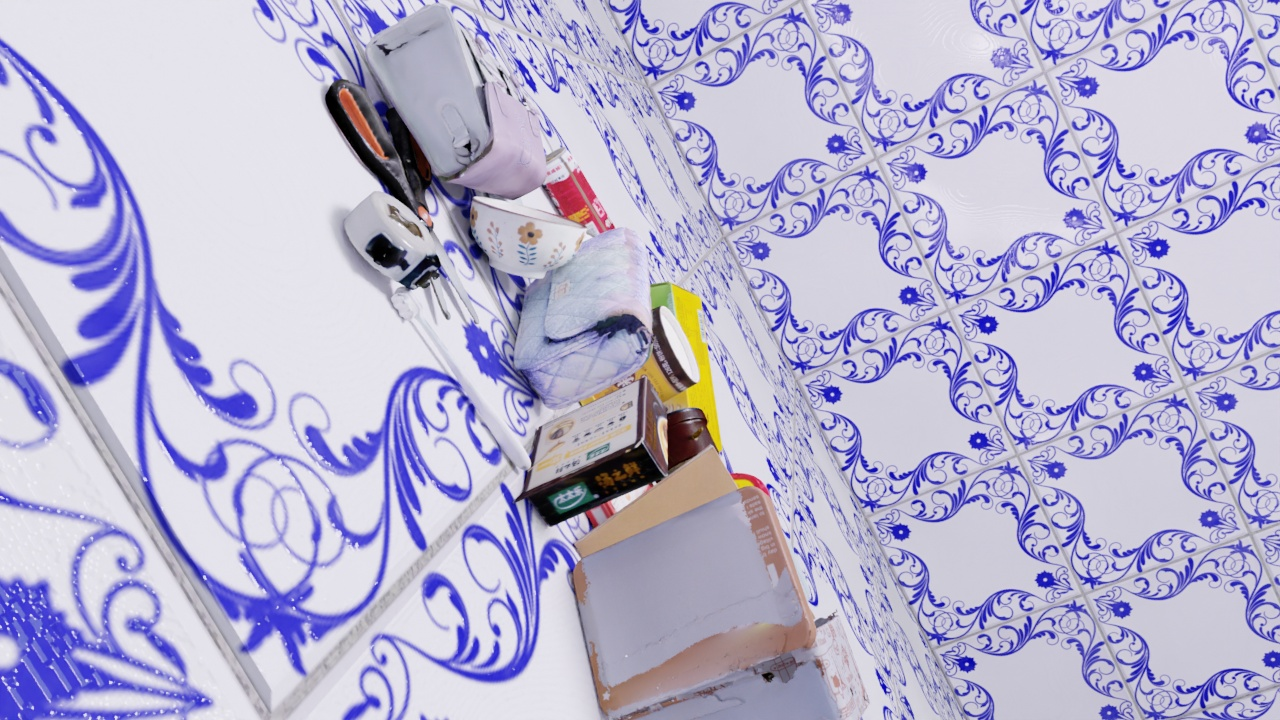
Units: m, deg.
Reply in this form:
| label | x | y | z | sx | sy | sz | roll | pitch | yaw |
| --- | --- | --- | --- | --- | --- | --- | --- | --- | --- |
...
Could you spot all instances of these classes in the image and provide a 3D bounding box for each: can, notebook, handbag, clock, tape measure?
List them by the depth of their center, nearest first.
| label | x | y | z | sx | sy | sz | roll | pitch | yaw |
| --- | --- | --- | --- | --- | --- | --- | --- | --- | --- |
| tape measure | -0.183 | -0.091 | 0.678 | 0.066 | 0.034 | 0.065 | 34 | 20 | -48 |
| notebook | 0.054 | 0.201 | 0.833 | 0.211 | 0.149 | 0.012 | 59 | -11 | -19 |
| handbag | -0.158 | -0.233 | 0.870 | 0.197 | 0.098 | 0.145 | -23 | 90 | -82 |
| handbag | -0.052 | -0.047 | 0.888 | 0.075 | 0.134 | 0.193 | 56 | 15 | -29 |
| clock | 0.042 | 0.097 | 0.987 | 0.122 | 0.082 | 0.055 | 72 | -7 | -66 |
| can | -0.086 | -0.212 | 1.214 | 0.133 | 0.053 | 0.053 | 58 | 16 | -23 |

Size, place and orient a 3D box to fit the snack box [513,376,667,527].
| label | x | y | z | sx | sy | sz | roll | pitch | yaw |
| --- | --- | --- | --- | --- | --- | --- | --- | --- | --- |
| snack box | -0.038 | 0.078 | 0.764 | 0.053 | 0.113 | 0.125 | 57 | 17 | -24 |

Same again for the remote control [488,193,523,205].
| label | x | y | z | sx | sy | sz | roll | pitch | yaw |
| --- | --- | --- | --- | --- | --- | --- | --- | --- | --- |
| remote control | -0.139 | -0.155 | 0.992 | 0.056 | 0.020 | 0.136 | 23 | 44 | -68 |

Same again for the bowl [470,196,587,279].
| label | x | y | z | sx | sy | sz | roll | pitch | yaw |
| --- | --- | --- | --- | --- | --- | --- | --- | --- | --- |
| bowl | -0.114 | -0.116 | 0.893 | 0.113 | 0.113 | 0.062 | -30 | 135 | -76 |

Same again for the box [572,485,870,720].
| label | x | y | z | sx | sy | sz | roll | pitch | yaw |
| --- | --- | --- | --- | --- | --- | --- | --- | --- | --- |
| box | 0.059 | 0.218 | 0.744 | 0.156 | 0.183 | 0.193 | 29 | 41 | -67 |

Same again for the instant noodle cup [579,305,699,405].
| label | x | y | z | sx | sy | sz | roll | pitch | yaw |
| --- | --- | --- | --- | --- | --- | --- | --- | --- | --- |
| instant noodle cup | -0.006 | 0.006 | 0.999 | 0.118 | 0.114 | 0.118 | 58 | 16 | -27 |

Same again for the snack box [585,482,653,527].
| label | x | y | z | sx | sy | sz | roll | pitch | yaw |
| --- | --- | --- | --- | --- | --- | --- | --- | --- | --- |
| snack box | -0.013 | 0.144 | 0.914 | 0.075 | 0.025 | 0.152 | 61 | 14 | -6 |

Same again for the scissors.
| label | x | y | z | sx | sy | sz | roll | pitch | yaw |
| --- | --- | --- | --- | --- | --- | --- | --- | --- | --- |
| scissors | -0.191 | -0.141 | 0.784 | 0.222 | 0.022 | 0.210 | 57 | 15 | -25 |

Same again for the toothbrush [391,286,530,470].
| label | x | y | z | sx | sy | sz | roll | pitch | yaw |
| --- | --- | --- | --- | --- | --- | --- | --- | --- | --- |
| toothbrush | -0.137 | 0.019 | 0.715 | 0.180 | 0.016 | 0.016 | 58 | 23 | -22 |

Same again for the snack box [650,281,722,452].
| label | x | y | z | sx | sy | sz | roll | pitch | yaw |
| --- | --- | --- | --- | --- | --- | --- | --- | --- | --- |
| snack box | 0.040 | 0.019 | 1.127 | 0.157 | 0.070 | 0.210 | 6 | 75 | -73 |

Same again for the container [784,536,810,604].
| label | x | y | z | sx | sy | sz | roll | pitch | yaw |
| --- | --- | --- | --- | --- | --- | --- | --- | --- | --- |
| container | 0.135 | 0.264 | 1.024 | 0.090 | 0.090 | 0.111 | 66 | 15 | -8 |

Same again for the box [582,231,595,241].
| label | x | y | z | sx | sy | sz | roll | pitch | yaw |
| --- | --- | --- | --- | --- | --- | --- | --- | --- | --- |
| box | -0.067 | -0.104 | 1.089 | 0.089 | 0.060 | 0.184 | 68 | 13 | 11 |

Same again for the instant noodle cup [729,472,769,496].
| label | x | y | z | sx | sy | sz | roll | pitch | yaw |
| --- | --- | --- | --- | --- | --- | --- | --- | --- | --- |
| instant noodle cup | 0.072 | 0.187 | 0.933 | 0.124 | 0.116 | 0.115 | 87 | 3 | -53 |

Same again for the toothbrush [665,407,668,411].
| label | x | y | z | sx | sy | sz | roll | pitch | yaw |
| --- | --- | --- | --- | --- | --- | --- | --- | --- | --- |
| toothbrush | -0.022 | 0.069 | 0.915 | 0.180 | 0.016 | 0.018 | -18 | 89 | -54 |
